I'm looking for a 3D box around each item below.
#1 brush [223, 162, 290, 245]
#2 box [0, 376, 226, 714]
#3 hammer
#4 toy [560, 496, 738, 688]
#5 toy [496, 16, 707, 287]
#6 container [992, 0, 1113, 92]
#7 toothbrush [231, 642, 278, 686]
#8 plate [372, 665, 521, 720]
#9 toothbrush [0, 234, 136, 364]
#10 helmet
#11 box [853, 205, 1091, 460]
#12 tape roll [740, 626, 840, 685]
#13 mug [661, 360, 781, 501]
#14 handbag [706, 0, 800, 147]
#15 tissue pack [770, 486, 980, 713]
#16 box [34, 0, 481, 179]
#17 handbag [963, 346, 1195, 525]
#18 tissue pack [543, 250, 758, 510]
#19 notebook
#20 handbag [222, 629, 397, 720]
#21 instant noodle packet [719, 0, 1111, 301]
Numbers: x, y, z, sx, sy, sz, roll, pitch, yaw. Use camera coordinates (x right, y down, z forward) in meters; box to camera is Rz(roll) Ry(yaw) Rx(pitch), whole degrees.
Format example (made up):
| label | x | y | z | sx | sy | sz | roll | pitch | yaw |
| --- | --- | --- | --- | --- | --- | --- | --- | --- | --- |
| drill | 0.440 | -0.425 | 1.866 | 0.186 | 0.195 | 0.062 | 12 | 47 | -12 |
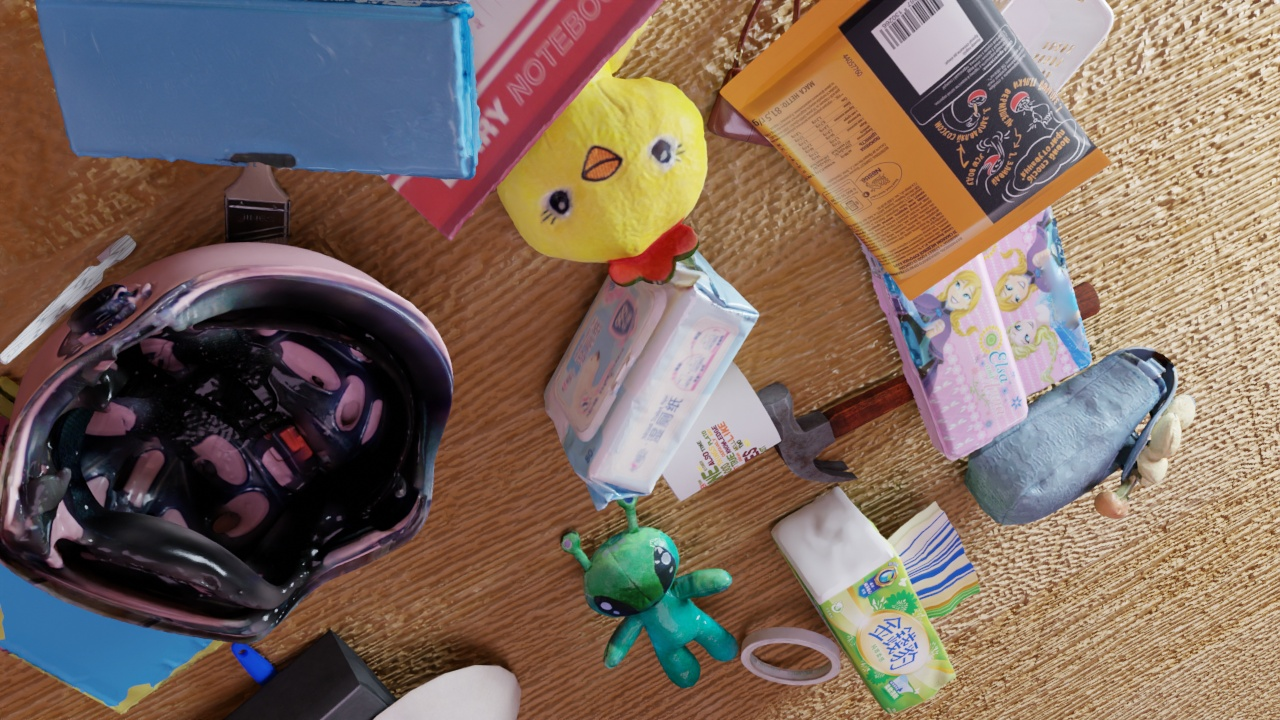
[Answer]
| label | x | y | z | sx | sy | sz | roll | pitch | yaw |
| --- | --- | --- | --- | --- | --- | --- | --- | --- | --- |
| brush | -0.238 | -0.099 | 0.569 | 0.039 | 0.012 | 0.151 | 2 | 117 | -18 |
| box | -0.383 | 0.131 | 0.611 | 0.124 | 0.080 | 0.221 | -35 | 125 | 7 |
| hammer | 0.249 | 0.011 | 0.772 | 0.300 | 0.028 | 0.111 | -26 | 121 | -3 |
| toy | 0.010 | 0.200 | 0.780 | 0.130 | 0.072 | 0.193 | -35 | 113 | 1 |
| toy | -0.034 | -0.145 | 0.568 | 0.134 | 0.092 | 0.208 | -25 | 111 | 0 |
| container | 0.251 | -0.212 | 0.638 | 0.080 | 0.049 | 0.129 | 32 | 104 | -29 |
| toothbrush | -0.282 | 0.292 | 0.763 | 0.016 | 0.018 | 0.183 | -38 | 124 | -19 |
| plate | -0.175 | 0.338 | 0.771 | 0.188 | 0.027 | 0.189 | -27 | 137 | -29 |
| toothbrush | -0.301 | -0.035 | 0.485 | 0.010 | 0.181 | 0.010 | -31 | 116 | 4 |
| helmet | -0.241 | 0.033 | 0.553 | 0.255 | 0.152 | 0.230 | -48 | 132 | 7 |
| box | 0.271 | -0.051 | 0.723 | 0.159 | 0.035 | 0.230 | -29 | 112 | -6 |
| tape roll | 0.142 | 0.280 | 0.866 | 0.093 | 0.013 | 0.093 | 6 | 136 | 6 |
| mug | 0.042 | 0.041 | 0.703 | 0.089 | 0.073 | 0.105 | -31 | 96 | 1 |
| handbag | 0.083 | -0.205 | 0.607 | 0.055 | 0.029 | 0.120 | 7 | 110 | -18 |
| tissue pack | 0.228 | 0.201 | 0.822 | 0.141 | 0.120 | 0.198 | -33 | 129 | 0 |
| box | -0.202 | -0.186 | 0.479 | 0.231 | 0.033 | 0.175 | 4 | 117 | 4 |
| handbag | 0.381 | 0.080 | 0.788 | 0.192 | 0.118 | 0.122 | -34 | 152 | -1 |
| tissue pack | -0.004 | 0.004 | 0.638 | 0.070 | 0.112 | 0.182 | 19 | 110 | -35 |
| notebook | -0.095 | -0.196 | 0.520 | 0.153 | 0.012 | 0.209 | 43 | 100 | 0 |
| handbag | -0.260 | 0.352 | 0.755 | 0.175 | 0.072 | 0.196 | -40 | 131 | -14 |
| instant noodle packet | 0.184 | -0.153 | 0.605 | 0.160 | 0.032 | 0.220 | -37 | 118 | 24 |
